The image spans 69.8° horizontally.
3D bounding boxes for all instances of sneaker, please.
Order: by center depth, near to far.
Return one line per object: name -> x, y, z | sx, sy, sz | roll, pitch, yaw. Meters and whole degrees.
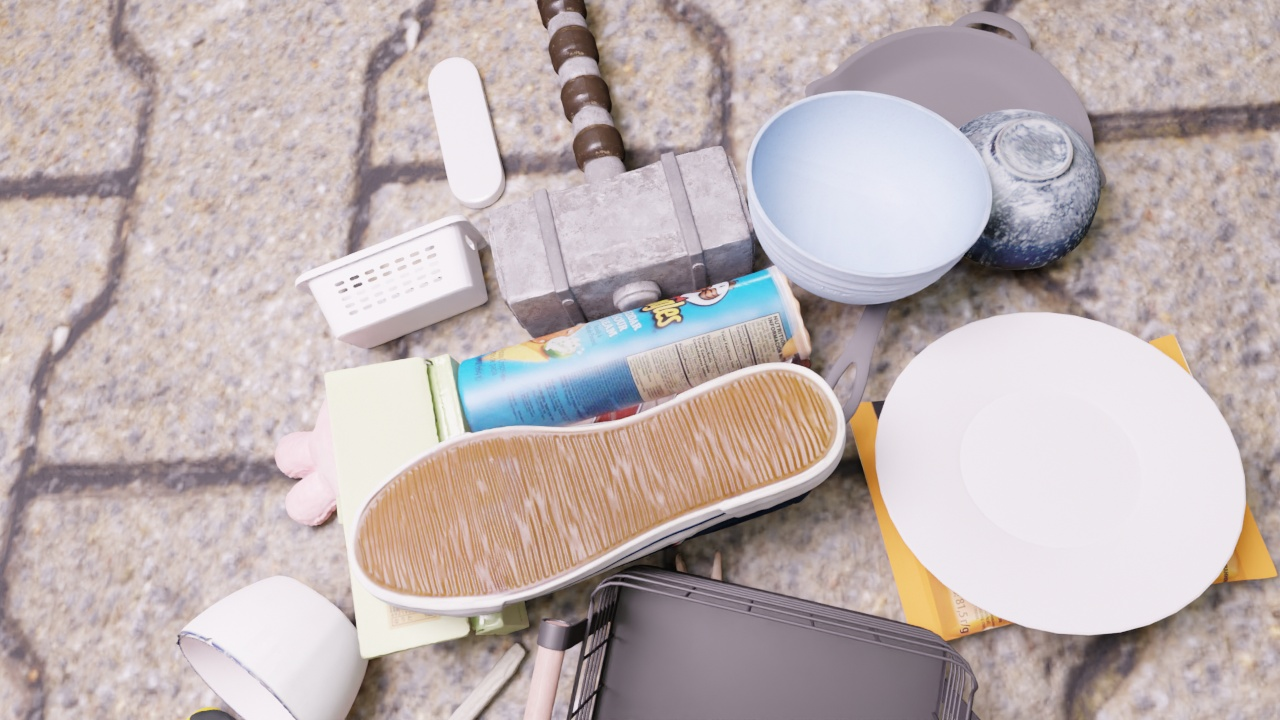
sneaker -> -0.024, 0.085, 0.563 | 0.294, 0.127, 0.120 | -15, 63, -2

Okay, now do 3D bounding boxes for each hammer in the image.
hammer -> -0.039, -0.186, 0.686 | 0.177, 0.079, 0.326 | -15, 71, 3

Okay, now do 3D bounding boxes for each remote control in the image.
remote control -> -0.139, -0.183, 0.733 | 0.043, 0.013, 0.136 | -16, 72, 3

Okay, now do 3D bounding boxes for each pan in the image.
pan -> 0.196, -0.105, 0.647 | 0.216, 0.024, 0.353 | 22, 72, 13

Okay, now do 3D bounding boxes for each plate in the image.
plate -> 0.252, 0.063, 0.564 | 0.209, 0.015, 0.208 | -5, 62, 8

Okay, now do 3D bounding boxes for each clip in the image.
clip -> 0.047, 0.152, 0.601 | 0.041, 0.024, 0.060 | -19, 79, 4

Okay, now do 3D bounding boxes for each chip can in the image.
chip can -> -0.004, 0.004, 0.625 | 0.229, 0.080, 0.079 | -16, 72, 3

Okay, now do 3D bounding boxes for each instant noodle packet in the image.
instant noodle packet -> 0.262, 0.081, 0.587 | 0.221, 0.032, 0.159 | -13, 69, 4

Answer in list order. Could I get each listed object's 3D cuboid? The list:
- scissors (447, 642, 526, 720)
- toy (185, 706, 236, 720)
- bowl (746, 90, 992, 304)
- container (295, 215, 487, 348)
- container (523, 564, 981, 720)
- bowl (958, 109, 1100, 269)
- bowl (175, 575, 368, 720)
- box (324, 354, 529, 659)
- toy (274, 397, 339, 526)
scissors -> -0.121, 0.269, 0.591 | 0.199, 0.015, 0.179 | 9, 76, 11
toy -> -0.271, 0.275, 0.556 | 0.100, 0.119, 0.097 | 21, 80, 7
bowl -> 0.137, -0.093, 0.587 | 0.150, 0.075, 0.150 | 0, 59, -1
container -> -0.171, -0.052, 0.666 | 0.129, 0.081, 0.049 | -21, 83, 1
container -> 0.063, 0.217, 0.508 | 0.241, 0.130, 0.162 | 11, 84, 11
bowl -> 0.249, -0.123, 0.603 | 0.114, 0.061, 0.114 | -2, 68, 5
bowl -> -0.226, 0.189, 0.584 | 0.116, 0.117, 0.065 | 28, 49, 15
box -> -0.131, 0.089, 0.598 | 0.064, 0.130, 0.188 | -33, 63, 43
toy -> -0.210, 0.070, 0.648 | 0.105, 0.053, 0.108 | -27, 72, 15
